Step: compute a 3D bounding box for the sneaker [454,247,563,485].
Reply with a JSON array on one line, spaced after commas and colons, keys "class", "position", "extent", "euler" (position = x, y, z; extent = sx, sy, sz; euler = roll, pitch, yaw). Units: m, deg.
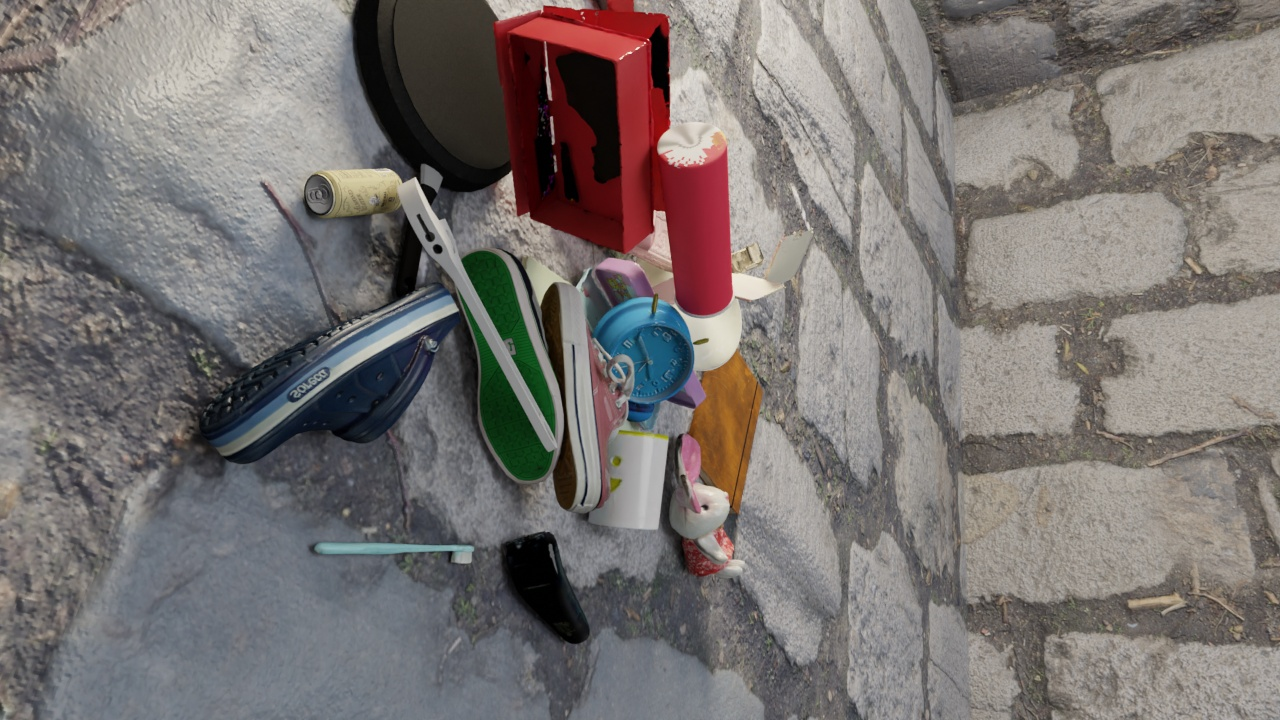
[{"class": "sneaker", "position": [-0.120, 0.003, 0.909], "extent": [0.079, 0.084, 0.235], "euler": [-38, 117, -75]}]

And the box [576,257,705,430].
[{"class": "box", "position": [-0.006, -0.021, 1.098], "extent": [0.214, 0.096, 0.077], "euler": [62, 1, -31]}]

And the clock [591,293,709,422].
[{"class": "clock", "position": [-0.006, 0.006, 1.032], "extent": [0.116, 0.161, 0.060], "euler": [36, 10, -28]}]

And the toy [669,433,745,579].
[{"class": "toy", "position": [0.082, 0.206, 1.193], "extent": [0.159, 0.084, 0.194], "euler": [-83, 154, -69]}]

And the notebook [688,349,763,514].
[{"class": "notebook", "position": [0.133, 0.087, 1.375], "extent": [0.178, 0.014, 0.248], "euler": [53, 41, -39]}]

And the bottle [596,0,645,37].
[{"class": "bottle", "position": [-0.032, -0.471, 1.200], "extent": [0.112, 0.047, 0.046], "euler": [63, 35, -28]}]

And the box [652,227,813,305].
[{"class": "box", "position": [0.115, -0.099, 1.126], "extent": [0.143, 0.192, 0.069], "euler": [-26, 93, -36]}]

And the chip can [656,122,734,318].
[{"class": "chip can", "position": [0.061, -0.140, 0.957], "extent": [0.221, 0.069, 0.069], "euler": [79, 21, -53]}]

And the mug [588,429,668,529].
[{"class": "mug", "position": [-0.014, 0.133, 1.035], "extent": [0.082, 0.083, 0.106], "euler": [15, 78, -57]}]

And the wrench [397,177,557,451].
[{"class": "wrench", "position": [-0.140, -0.034, 0.816], "extent": [0.273, 0.018, 0.086], "euler": [63, 0, -12]}]

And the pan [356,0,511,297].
[{"class": "pan", "position": [-0.190, -0.221, 0.883], "extent": [0.225, 0.034, 0.355], "euler": [36, 53, -52]}]

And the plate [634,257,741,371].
[{"class": "plate", "position": [0.054, -0.068, 1.213], "extent": [0.182, 0.034, 0.182], "euler": [15, 63, -31]}]

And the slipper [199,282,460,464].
[{"class": "slipper", "position": [-0.214, 0.012, 0.712], "extent": [0.095, 0.105, 0.252], "euler": [65, 31, -13]}]

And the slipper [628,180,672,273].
[{"class": "slipper", "position": [-0.002, -0.180, 1.127], "extent": [0.239, 0.065, 0.094], "euler": [23, 61, -42]}]

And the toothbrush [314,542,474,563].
[{"class": "toothbrush", "position": [-0.204, 0.163, 0.783], "extent": [0.180, 0.016, 0.016], "euler": [22, 73, -57]}]

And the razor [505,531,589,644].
[{"class": "razor", "position": [-0.088, 0.232, 0.938], "extent": [0.067, 0.054, 0.151], "euler": [-87, 158, -52]}]

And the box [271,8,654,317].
[{"class": "box", "position": [-0.140, -0.173, 0.842], "extent": [0.324, 0.153, 0.214], "euler": [-28, 138, -28]}]

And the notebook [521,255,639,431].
[{"class": "notebook", "position": [-0.065, 0.010, 1.062], "extent": [0.252, 0.010, 0.181], "euler": [31, 57, -53]}]

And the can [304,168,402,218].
[{"class": "can", "position": [-0.240, -0.141, 0.773], "extent": [0.079, 0.038, 0.038], "euler": [-23, 103, -59]}]

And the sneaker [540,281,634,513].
[{"class": "sneaker", "position": [-0.051, 0.034, 0.941], "extent": [0.087, 0.118, 0.240], "euler": [-1, 75, -27]}]
